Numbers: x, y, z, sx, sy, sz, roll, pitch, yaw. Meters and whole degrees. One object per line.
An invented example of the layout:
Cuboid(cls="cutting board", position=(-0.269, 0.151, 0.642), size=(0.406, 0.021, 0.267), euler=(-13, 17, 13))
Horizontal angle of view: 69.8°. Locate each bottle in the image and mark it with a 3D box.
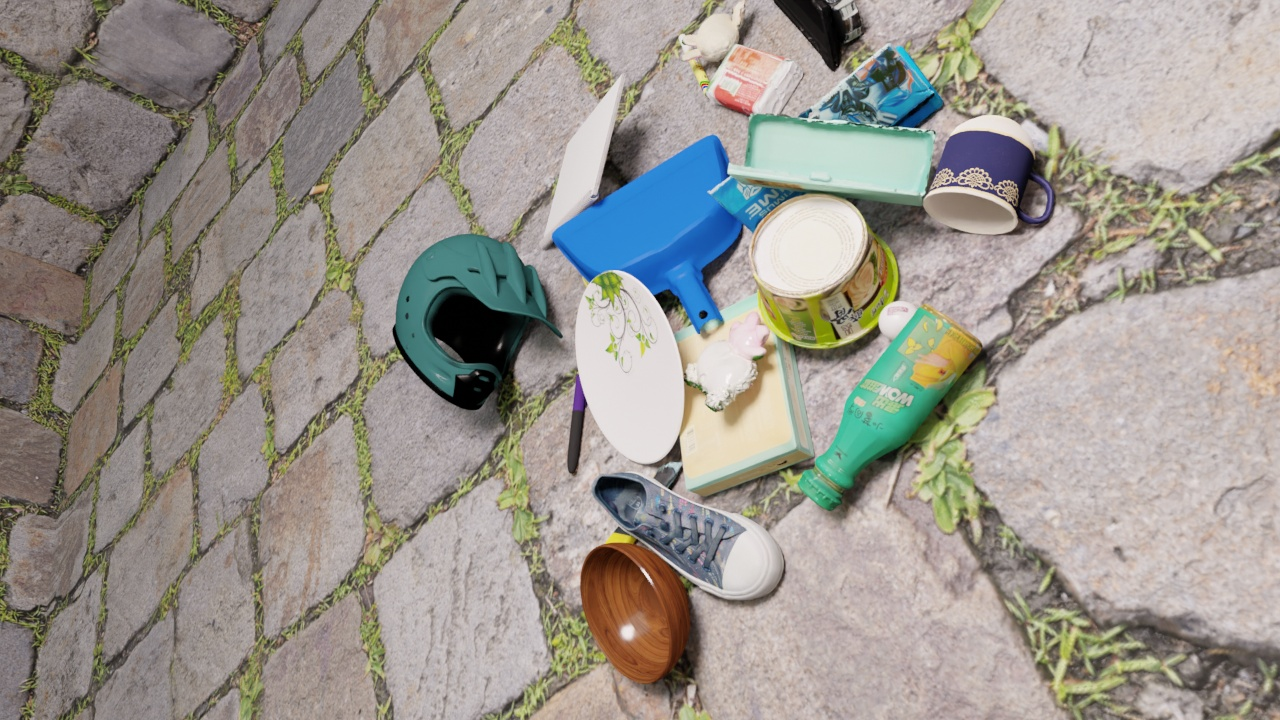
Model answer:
Cuboid(cls="bottle", position=(0.226, 0.048, 0.857), size=(0.210, 0.068, 0.068), euler=(-54, 44, 11))

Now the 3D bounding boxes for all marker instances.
Cuboid(cls="marker", position=(0.075, -0.404, 1.253), size=(0.014, 0.014, 0.132), euler=(-38, 49, 25))
Cuboid(cls="marker", position=(-0.080, 0.080, 1.179), size=(0.018, 0.015, 0.133), euler=(0, 69, 14))

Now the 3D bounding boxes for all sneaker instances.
Cuboid(cls="sneaker", position=(0.038, 0.179, 0.961), size=(0.236, 0.079, 0.087), euler=(22, 89, 40))

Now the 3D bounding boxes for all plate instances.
Cuboid(cls="plate", position=(-0.006, 0.006, 1.078), size=(0.229, 0.030, 0.230), euler=(27, 123, 51))

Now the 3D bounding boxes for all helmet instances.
Cuboid(cls="helmet", position=(-0.225, -0.069, 1.268), size=(0.200, 0.176, 0.274), euler=(-55, 41, 14))

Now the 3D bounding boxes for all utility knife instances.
Cuboid(cls="utility knife", position=(-0.004, 0.183, 1.055), size=(0.029, 0.020, 0.173), euler=(42, 103, 38))

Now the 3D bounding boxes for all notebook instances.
Cuboid(cls="notebook", position=(-0.084, -0.267, 1.272), size=(0.246, 0.013, 0.177), euler=(157, 127, -67))

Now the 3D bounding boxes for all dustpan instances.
Cuboid(cls="dustpan", position=(0.033, -0.128, 1.085), size=(0.246, 0.059, 0.257), euler=(-30, 41, 7))

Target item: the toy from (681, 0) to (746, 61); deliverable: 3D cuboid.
Cuboid(cls="toy", position=(0.103, -0.429, 1.207), size=(0.112, 0.050, 0.087), euler=(-25, 37, 21))

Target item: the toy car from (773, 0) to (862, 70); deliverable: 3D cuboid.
Cuboid(cls="toy car", position=(0.210, -0.446, 1.103), size=(0.071, 0.094, 0.191), euler=(-28, 51, 6))

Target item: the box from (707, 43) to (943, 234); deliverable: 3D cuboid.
Cuboid(cls="box", position=(0.187, -0.249, 0.998), size=(0.244, 0.115, 0.093), euler=(-38, 49, 25))

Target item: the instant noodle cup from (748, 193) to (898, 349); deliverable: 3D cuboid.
Cuboid(cls="instant noodle cup", position=(0.178, -0.093, 0.922), size=(0.146, 0.098, 0.146), euler=(-11, 62, 21))

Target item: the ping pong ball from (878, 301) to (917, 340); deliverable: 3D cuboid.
Cuboid(cls="ping pong ball", position=(0.252, -0.038, 0.892), size=(0.040, 0.040, 0.040), euler=(-20, 58, 37))

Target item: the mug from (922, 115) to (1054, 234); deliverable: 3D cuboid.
Cuboid(cls="mug", position=(0.333, -0.173, 0.856), size=(0.112, 0.086, 0.089), euler=(19, 81, 11))

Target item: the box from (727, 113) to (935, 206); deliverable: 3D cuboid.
Cuboid(cls="box", position=(0.185, -0.195, 0.895), size=(0.188, 0.092, 0.077), euler=(12, 109, 18))

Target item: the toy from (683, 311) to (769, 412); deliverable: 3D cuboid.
Cuboid(cls="toy", position=(0.098, 0.000, 0.959), size=(0.109, 0.041, 0.095), euler=(-52, 33, 9))

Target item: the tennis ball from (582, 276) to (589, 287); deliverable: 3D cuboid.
Cuboid(cls="tennis ball", position=(-0.044, -0.113, 1.196), size=(0.065, 0.065, 0.065), euler=(-20, 58, 37))

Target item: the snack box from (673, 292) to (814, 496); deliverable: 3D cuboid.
Cuboid(cls="snack box", position=(0.103, 0.035, 1.000), size=(0.142, 0.044, 0.193), euler=(-26, 55, 32))

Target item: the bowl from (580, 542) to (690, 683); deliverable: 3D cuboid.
Cuboid(cls="bowl", position=(0.007, 0.254, 0.962), size=(0.147, 0.068, 0.147), euler=(20, 116, 47))

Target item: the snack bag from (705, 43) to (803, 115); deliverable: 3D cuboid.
Cuboid(cls="snack bag", position=(0.141, -0.347, 1.147), size=(0.116, 0.036, 0.077), euler=(38, 99, 47))
